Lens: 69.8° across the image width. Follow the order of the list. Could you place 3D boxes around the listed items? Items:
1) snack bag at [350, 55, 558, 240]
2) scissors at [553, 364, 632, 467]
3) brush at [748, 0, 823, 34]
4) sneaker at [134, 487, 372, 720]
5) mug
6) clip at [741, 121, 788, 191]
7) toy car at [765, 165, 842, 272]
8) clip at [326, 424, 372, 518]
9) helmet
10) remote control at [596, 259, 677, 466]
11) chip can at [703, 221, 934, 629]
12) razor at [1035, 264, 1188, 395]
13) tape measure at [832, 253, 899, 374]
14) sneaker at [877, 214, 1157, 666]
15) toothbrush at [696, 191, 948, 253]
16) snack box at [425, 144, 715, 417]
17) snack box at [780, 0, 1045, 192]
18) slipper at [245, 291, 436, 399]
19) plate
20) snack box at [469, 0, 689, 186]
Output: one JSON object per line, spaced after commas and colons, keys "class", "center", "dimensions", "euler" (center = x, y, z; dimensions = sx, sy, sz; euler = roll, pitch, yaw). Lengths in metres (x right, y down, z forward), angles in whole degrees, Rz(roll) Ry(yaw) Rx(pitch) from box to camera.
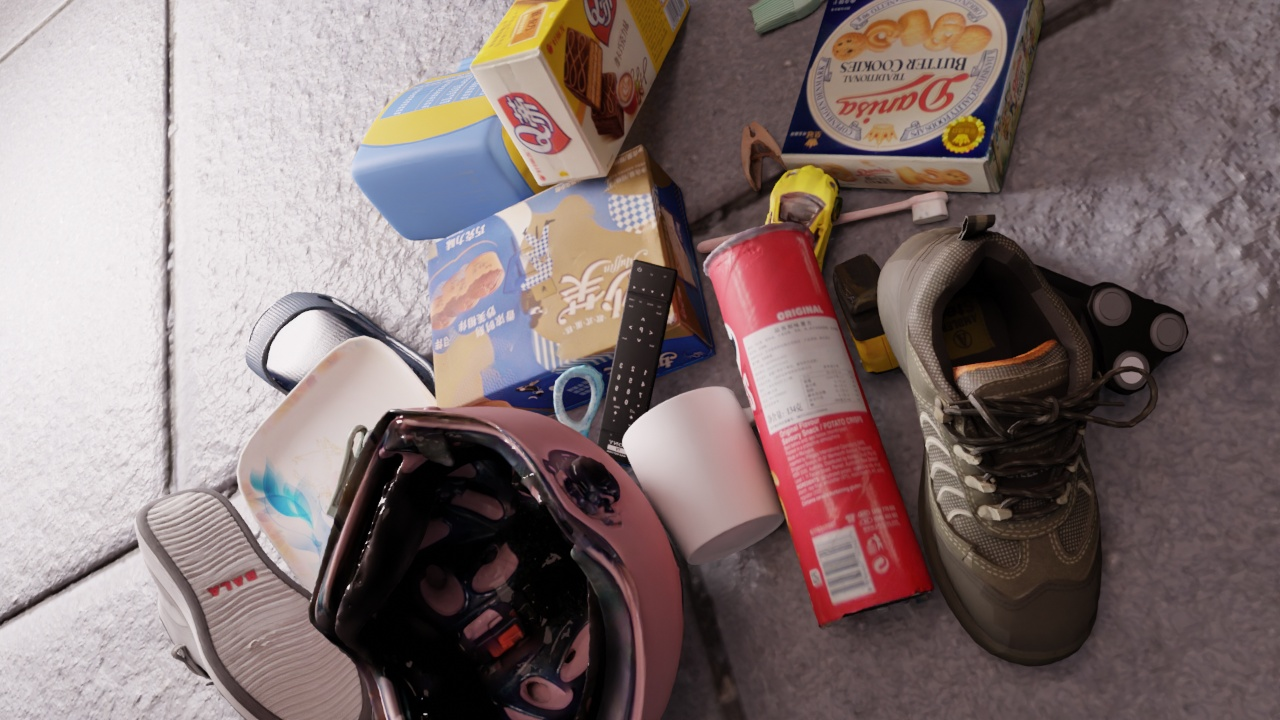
{"class": "snack bag", "center": [-0.134, -0.212, 0.802], "dimensions": [0.159, 0.102, 0.204], "euler": [-2, 53, 29]}
{"class": "scissors", "center": [-0.028, 0.076, 0.649], "dimensions": [0.114, 0.013, 0.140], "euler": [15, 102, -3]}
{"class": "brush", "center": [0.186, -0.309, 0.702], "dimensions": [0.218, 0.012, 0.033], "euler": [-20, 61, 20]}
{"class": "sneaker", "center": [-0.314, 0.227, 0.726], "dimensions": [0.263, 0.096, 0.129], "euler": [39, 129, 21]}
{"class": "mug", "center": [0.057, 0.070, 0.588], "dimensions": [0.114, 0.081, 0.087], "euler": [-19, 64, -13]}
{"class": "clip", "center": [0.086, -0.152, 0.687], "dimensions": [0.039, 0.024, 0.060], "euler": [-37, 47, 9]}
{"class": "toy car", "center": [0.105, -0.081, 0.629], "dimensions": [0.049, 0.030, 0.107], "euler": [15, 94, 28]}
{"class": "clip", "center": [-0.226, 0.088, 0.715], "dimensions": [0.049, 0.023, 0.078], "euler": [1, 88, 16]}
{"class": "helmet", "center": [-0.073, 0.145, 0.569], "dimensions": [0.255, 0.152, 0.230], "euler": [31, 109, 30]}
{"class": "remote control", "center": [-0.004, 0.004, 0.613], "dimensions": [0.030, 0.009, 0.140], "euler": [16, 108, 13]}
{"class": "chip can", "center": [0.104, 0.036, 0.549], "dimensions": [0.073, 0.073, 0.232], "euler": [-23, 69, 20]}
{"class": "razor", "center": [0.231, -0.035, 0.539], "dimensions": [0.057, 0.060, 0.156], "euler": [-43, 35, -6]}
{"class": "tape measure", "center": [0.148, -0.027, 0.575], "dimensions": [0.037, 0.064, 0.065], "euler": [-21, 28, 13]}
{"class": "sneaker", "center": [0.191, 0.034, 0.450], "dimensions": [0.101, 0.143, 0.238], "euler": [-14, 83, 1]}
{"class": "toothbrush", "center": [0.123, -0.092, 0.646], "dimensions": [0.181, 0.015, 0.018], "euler": [-7, 72, 27]}
{"class": "snack box", "center": [-0.060, -0.047, 0.699], "dimensions": [0.203, 0.069, 0.154], "euler": [-21, 62, 22]}
{"class": "snack box", "center": [0.186, -0.190, 0.632], "dimensions": [0.145, 0.042, 0.145], "euler": [9, 74, 33]}
{"class": "slipper", "center": [-0.277, -0.007, 0.802], "dimensions": [0.264, 0.082, 0.101], "euler": [22, 80, 34]}
{"class": "plate", "center": [-0.224, 0.094, 0.735], "dimensions": [0.187, 0.016, 0.187], "euler": [-45, 76, 9]}
{"class": "snack box", "center": [-0.037, -0.251, 0.702], "dimensions": [0.062, 0.110, 0.229], "euler": [-2, 49, 30]}
